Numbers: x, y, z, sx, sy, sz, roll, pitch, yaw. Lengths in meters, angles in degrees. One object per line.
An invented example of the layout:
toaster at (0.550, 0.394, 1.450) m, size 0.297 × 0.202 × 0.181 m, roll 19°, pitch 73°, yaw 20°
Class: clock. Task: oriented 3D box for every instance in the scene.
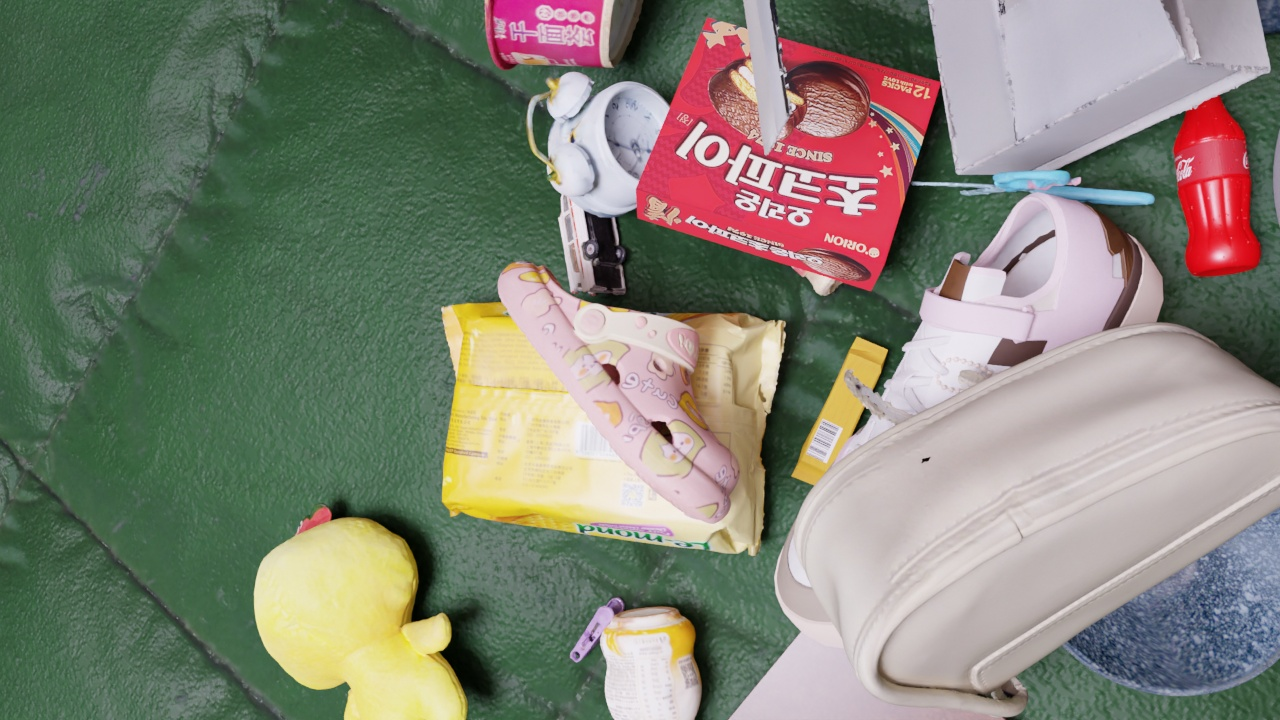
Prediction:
clock at (-0.026, -0.142, 0.607) m, size 0.057 × 0.117 × 0.083 m, roll -11°, pitch 78°, yaw 51°

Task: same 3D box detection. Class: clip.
clip at (-0.031, 0.186, 0.631) m, size 0.013 × 0.032 × 0.051 m, roll 38°, pitch 100°, yaw 16°

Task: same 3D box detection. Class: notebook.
notebook at (0.162, 0.274, 0.560) m, size 0.225 × 0.024 × 0.167 m, roll 39°, pitch 97°, yaw 17°

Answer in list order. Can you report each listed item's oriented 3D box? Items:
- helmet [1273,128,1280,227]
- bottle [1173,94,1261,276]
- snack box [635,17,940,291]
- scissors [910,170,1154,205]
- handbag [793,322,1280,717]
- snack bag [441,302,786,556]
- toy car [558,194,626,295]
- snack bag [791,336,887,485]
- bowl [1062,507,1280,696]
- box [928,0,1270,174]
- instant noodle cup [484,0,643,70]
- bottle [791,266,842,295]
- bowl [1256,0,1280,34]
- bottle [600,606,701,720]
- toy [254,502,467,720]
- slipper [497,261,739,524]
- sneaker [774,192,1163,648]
helmet at (0.394, -0.100, 0.472) m, size 0.183 × 0.118 × 0.271 m, roll 11°, pitch 95°, yaw -12°
bottle at (0.330, -0.110, 0.529) m, size 0.036 × 0.036 × 0.119 m, roll -5°, pitch 83°, yaw 18°
snack box at (0.092, -0.131, 0.574) m, size 0.152 × 0.036 × 0.132 m, roll 19°, pitch 72°, yaw 8°
scissors at (0.229, -0.098, 0.522) m, size 0.129 × 0.135 × 0.015 m, roll 6°, pitch 101°, yaw -4°
handbag at (0.197, 0.068, 0.449) m, size 0.229 × 0.184 × 0.131 m, roll -37°, pitch 36°, yaw 12°
snack bag at (-0.030, 0.041, 0.619) m, size 0.247 × 0.068 × 0.159 m, roll 3°, pitch 88°, yaw 19°
toy car at (-0.040, -0.100, 0.652) m, size 0.039 × 0.039 × 0.113 m, roll -18°, pitch 79°, yaw 37°
snack bag at (0.129, 0.034, 0.592) m, size 0.026 × 0.020 × 0.099 m, roll 24°, pitch 93°, yaw 14°
bowl at (0.287, 0.111, 0.515) m, size 0.137 × 0.057 × 0.137 m, roll -2°, pitch 85°, yaw 18°
box at (0.188, -0.205, 0.424) m, size 0.165 × 0.329 × 0.167 m, roll -11°, pitch 81°, yaw 29°
instant noodle cup at (-0.036, -0.271, 0.602) m, size 0.078 × 0.178 × 0.178 m, roll 16°, pitch 91°, yaw 2°
bottle at (0.095, -0.091, 0.602) m, size 0.109 × 0.044 × 0.044 m, roll 45°, pitch 99°, yaw 16°
bowl at (0.364, -0.248, 0.520) m, size 0.110 × 0.055 × 0.110 m, roll -1°, pitch 86°, yaw 19°
bottle at (0.009, 0.218, 0.594) m, size 0.063 × 0.063 × 0.108 m, roll -9°, pitch 83°, yaw 17°
toy at (-0.201, 0.194, 0.651) m, size 0.207 × 0.092 × 0.134 m, roll 43°, pitch 102°, yaw 14°
slipper at (-0.003, 0.003, 0.534) m, size 0.081 × 0.093 × 0.197 m, roll -41°, pitch 74°, yaw 0°
sneaker at (0.163, 0.032, 0.511) m, size 0.294 × 0.116 × 0.111 m, roll -51°, pitch 35°, yaw 8°
